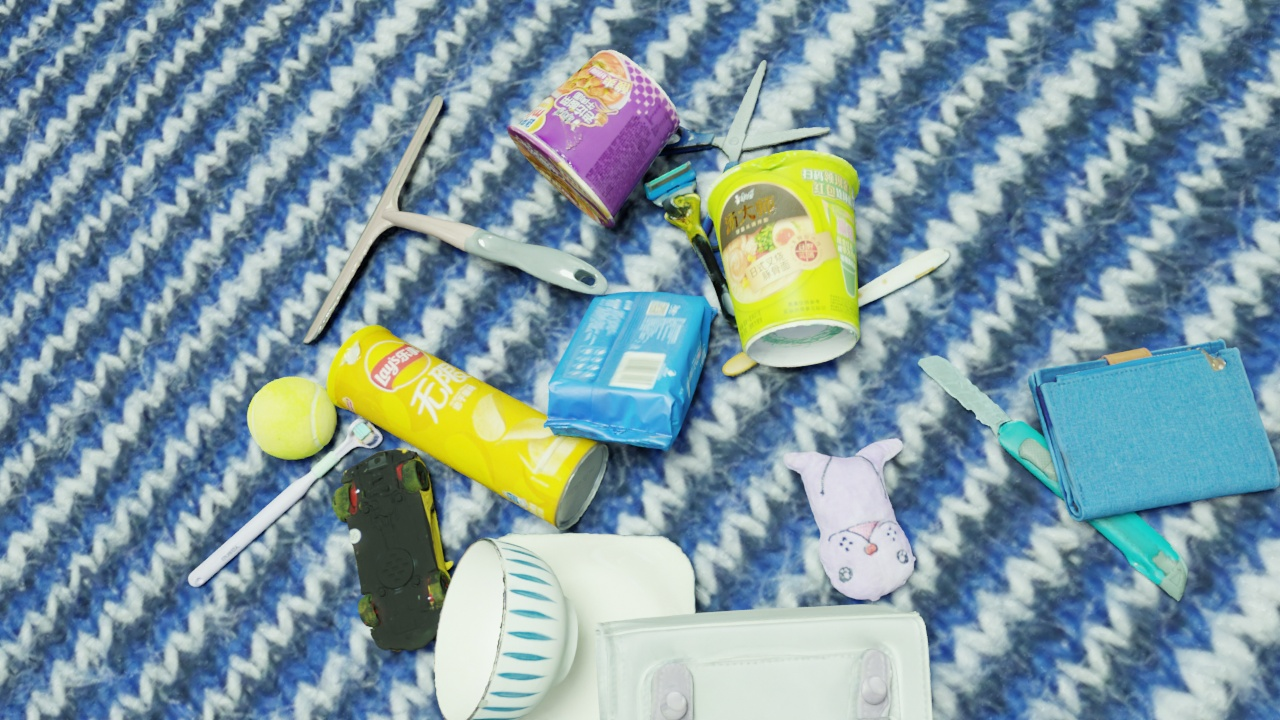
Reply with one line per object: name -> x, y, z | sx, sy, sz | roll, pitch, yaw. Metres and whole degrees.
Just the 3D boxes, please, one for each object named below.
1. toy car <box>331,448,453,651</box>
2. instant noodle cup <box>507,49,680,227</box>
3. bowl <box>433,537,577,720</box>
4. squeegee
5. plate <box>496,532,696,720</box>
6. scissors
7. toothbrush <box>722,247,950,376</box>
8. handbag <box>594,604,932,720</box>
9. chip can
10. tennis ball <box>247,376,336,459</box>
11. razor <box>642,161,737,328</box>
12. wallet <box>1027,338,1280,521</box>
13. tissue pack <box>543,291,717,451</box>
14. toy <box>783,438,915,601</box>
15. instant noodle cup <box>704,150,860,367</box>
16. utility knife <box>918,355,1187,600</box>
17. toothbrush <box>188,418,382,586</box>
toy car -> -0.182, 0.140, 0.685 | 0.071, 0.041, 0.155 | -21, 69, 5
instant noodle cup -> -0.031, -0.176, 0.709 | 0.111, 0.111, 0.099 | 39, 88, 20
bowl -> -0.082, 0.177, 0.591 | 0.066, 0.117, 0.116 | 16, 73, -27
squeegee -> -0.135, -0.095, 0.729 | 0.250, 0.040, 0.247 | 19, 77, 25
plate -> -0.041, 0.204, 0.640 | 0.164, 0.034, 0.163 | 0, 73, 11
scissors -> 0.064, -0.170, 0.742 | 0.162, 0.012, 0.173 | 16, 79, 17
toothbrush -> 0.146, -0.035, 0.685 | 0.191, 0.018, 0.016 | -29, 72, 0
handbag -> 0.073, 0.227, 0.557 | 0.197, 0.098, 0.145 | -2, 84, -7
chip can -> -0.131, 0.047, 0.688 | 0.213, 0.072, 0.072 | 26, 80, 17
tennis ball -> -0.273, 0.045, 0.721 | 0.065, 0.065, 0.065 | -3, 73, 11
razor -> 0.049, -0.085, 0.702 | 0.043, 0.022, 0.142 | -28, 69, 10
wallet -> 0.335, 0.044, 0.605 | 0.133, 0.040, 0.106 | -10, 73, -1
tissue pack -> -0.004, 0.004, 0.663 | 0.095, 0.052, 0.156 | 6, 40, 15
toy -> 0.150, 0.109, 0.626 | 0.084, 0.039, 0.108 | -11, 70, -1
instant noodle cup -> 0.106, -0.065, 0.643 | 0.112, 0.112, 0.123 | -8, 67, 9
utility knife -> 0.277, 0.072, 0.623 | 0.029, 0.013, 0.223 | -43, 70, -6
toothbrush -> -0.284, 0.115, 0.727 | 0.189, 0.029, 0.021 | -41, 30, -1
